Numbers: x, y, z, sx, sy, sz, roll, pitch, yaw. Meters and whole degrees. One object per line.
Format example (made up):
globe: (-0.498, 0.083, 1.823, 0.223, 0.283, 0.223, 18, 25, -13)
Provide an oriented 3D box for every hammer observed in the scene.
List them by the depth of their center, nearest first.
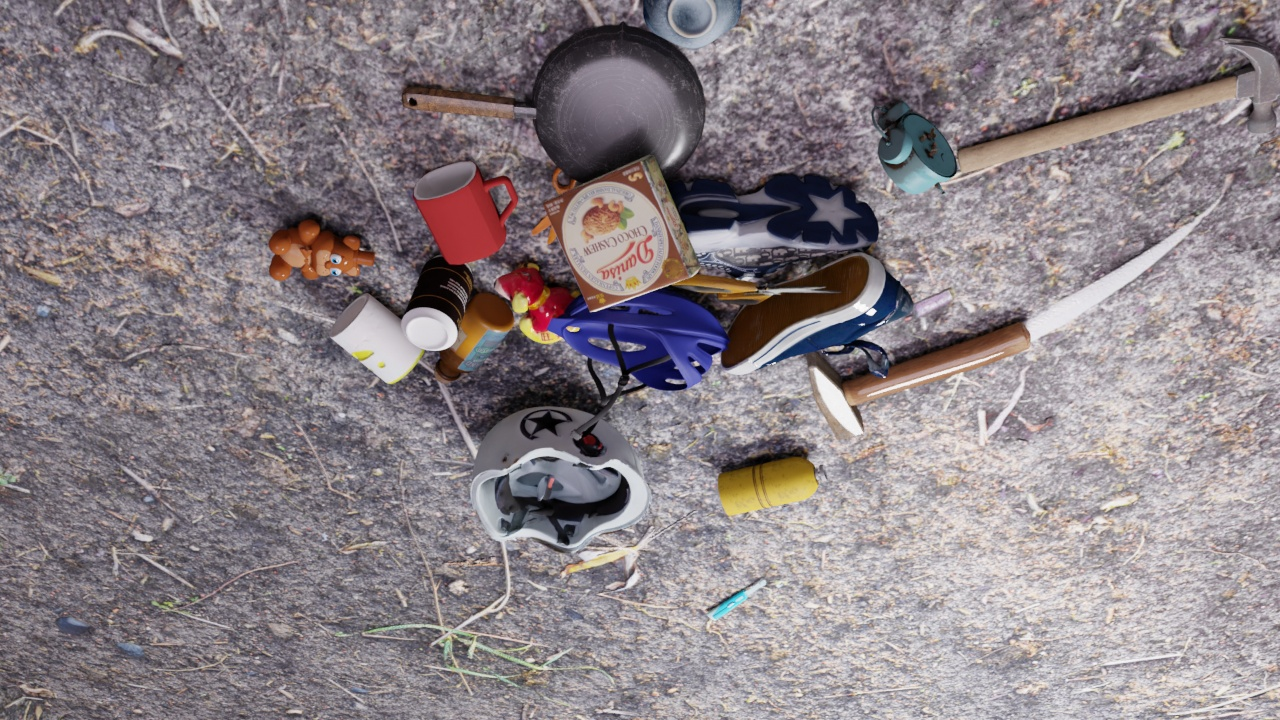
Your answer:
hammer: (0.527, -0.269, 1.026, 0.332, 0.030, 0.119, -12, 130, 19)
hammer: (0.388, 0.009, 1.280, 0.301, 0.037, 0.158, -20, 128, 21)

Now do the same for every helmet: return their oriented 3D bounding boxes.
helmet: (-0.007, 0.007, 1.189, 0.241, 0.227, 0.148, 15, 158, -10)
helmet: (-0.118, 0.161, 1.381, 0.264, 0.163, 0.237, 3, 137, -6)

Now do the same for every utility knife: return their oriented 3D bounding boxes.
utility knife: (0.180, 0.444, 1.715, 0.022, 0.015, 0.159, 44, 124, 0)

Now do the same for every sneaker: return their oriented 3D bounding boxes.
sneaker: (0.152, -0.147, 1.134, 0.269, 0.103, 0.133, 2, 147, 4)
sneaker: (0.225, -0.034, 1.177, 0.127, 0.120, 0.295, 25, 150, -29)

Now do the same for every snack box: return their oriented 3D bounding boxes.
snack box: (-0.022, -0.146, 1.075, 0.143, 0.041, 0.147, -16, 105, 30)

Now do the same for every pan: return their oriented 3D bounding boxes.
pan: (-0.103, -0.283, 1.051, 0.357, 0.040, 0.208, 3, 130, -1)

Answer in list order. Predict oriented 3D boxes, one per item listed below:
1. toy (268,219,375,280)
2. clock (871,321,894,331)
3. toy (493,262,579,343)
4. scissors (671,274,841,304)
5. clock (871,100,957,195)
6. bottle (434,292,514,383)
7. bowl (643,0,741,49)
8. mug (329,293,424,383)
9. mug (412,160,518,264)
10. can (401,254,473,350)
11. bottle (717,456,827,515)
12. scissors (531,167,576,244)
toy: (-0.417, -0.136, 1.204, 0.127, 0.065, 0.095, 8, 136, -10)
clock: (0.284, -0.085, 1.198, 0.091, 0.043, 0.123, -11, 128, 18)
toy: (-0.128, -0.075, 1.237, 0.106, 0.067, 0.137, -24, 135, 17)
scissors: (0.135, -0.089, 1.125, 0.166, 0.016, 0.226, 12, 175, -28)
clock: (0.300, -0.238, 1.027, 0.124, 0.089, 0.053, 29, 138, -21)
bottle: (-0.243, -0.022, 1.287, 0.068, 0.067, 0.157, 29, 128, -20)
bowl: (0.053, -0.369, 0.952, 0.110, 0.055, 0.111, 2, 133, 2)
mug: (-0.366, -0.031, 1.282, 0.083, 0.082, 0.106, -30, 122, 28)
mug: (-0.206, -0.185, 1.129, 0.116, 0.080, 0.097, -14, 130, 8)
can: (-0.263, -0.076, 1.198, 0.072, 0.128, 0.072, 3, 133, 3)
bottle: (0.211, 0.194, 1.444, 0.164, 0.070, 0.071, -16, 129, 18)
scissors: (-0.086, -0.188, 1.160, 0.084, 0.012, 0.133, 21, 130, -12)
